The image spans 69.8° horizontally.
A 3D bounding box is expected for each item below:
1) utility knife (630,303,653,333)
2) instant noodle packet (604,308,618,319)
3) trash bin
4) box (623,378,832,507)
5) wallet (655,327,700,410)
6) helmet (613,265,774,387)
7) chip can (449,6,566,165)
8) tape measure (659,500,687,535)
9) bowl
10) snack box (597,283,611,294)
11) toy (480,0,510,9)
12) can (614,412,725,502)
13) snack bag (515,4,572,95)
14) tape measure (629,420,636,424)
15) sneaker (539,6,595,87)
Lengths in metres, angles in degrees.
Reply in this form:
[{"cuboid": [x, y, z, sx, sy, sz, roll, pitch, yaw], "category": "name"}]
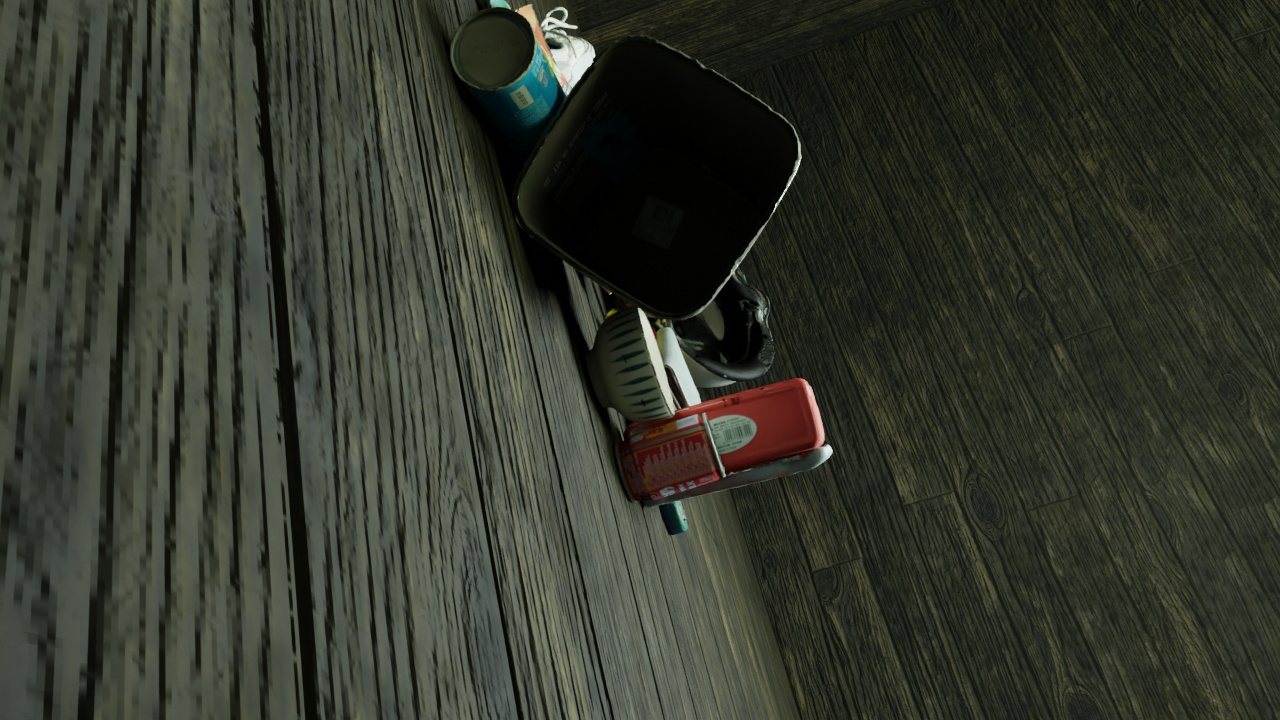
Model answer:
[{"cuboid": [0.012, -0.020, 1.152, 0.031, 0.019, 0.182, -42, 114, -83], "category": "utility knife"}, {"cuboid": [-0.007, 0.006, 1.105, 0.128, 0.044, 0.110, 67, -1, -71], "category": "instant noodle packet"}, {"cuboid": [0.020, -0.145, 0.851, 0.198, 0.199, 0.219, 34, 0, 6], "category": "trash bin"}, {"cuboid": [0.092, 0.087, 0.957, 0.100, 0.201, 0.094, 26, 49, -73], "category": "box"}, {"cuboid": [0.042, 0.029, 1.099, 0.129, 0.037, 0.106, -88, 155, -69], "category": "wallet"}, {"cuboid": [0.056, -0.072, 1.303, 0.229, 0.157, 0.274, -14, 77, -45], "category": "helmet"}, {"cuboid": [-0.097, -0.220, 0.801, 0.210, 0.071, 0.071, 49, 24, -76], "category": "chip can"}, {"cuboid": [0.040, 0.180, 1.095, 0.058, 0.025, 0.054, 52, 19, -72], "category": "tape measure"}, {"cuboid": [-0.014, 0.009, 0.897, 0.116, 0.066, 0.116, -17, 89, -84], "category": "bowl"}, {"cuboid": [0.023, -0.172, 1.113, 0.063, 0.115, 0.239, 45, 36, 1], "category": "snack box"}, {"cuboid": [-0.146, -0.347, 0.961, 0.096, 0.030, 0.092, 36, 34, -75], "category": "toy"}, {"cuboid": [0.028, 0.095, 0.882, 0.066, 0.094, 0.066, -17, 89, -85], "category": "can"}, {"cuboid": [-0.082, -0.260, 0.967, 0.128, 0.073, 0.208, -87, 153, -54], "category": "snack bag"}, {"cuboid": [0.018, 0.079, 1.034, 0.057, 0.057, 0.039, 36, -26, 45], "category": "tape measure"}, {"cuboid": [-0.113, -0.373, 1.121, 0.241, 0.090, 0.091, -86, 154, -60], "category": "sneaker"}]
